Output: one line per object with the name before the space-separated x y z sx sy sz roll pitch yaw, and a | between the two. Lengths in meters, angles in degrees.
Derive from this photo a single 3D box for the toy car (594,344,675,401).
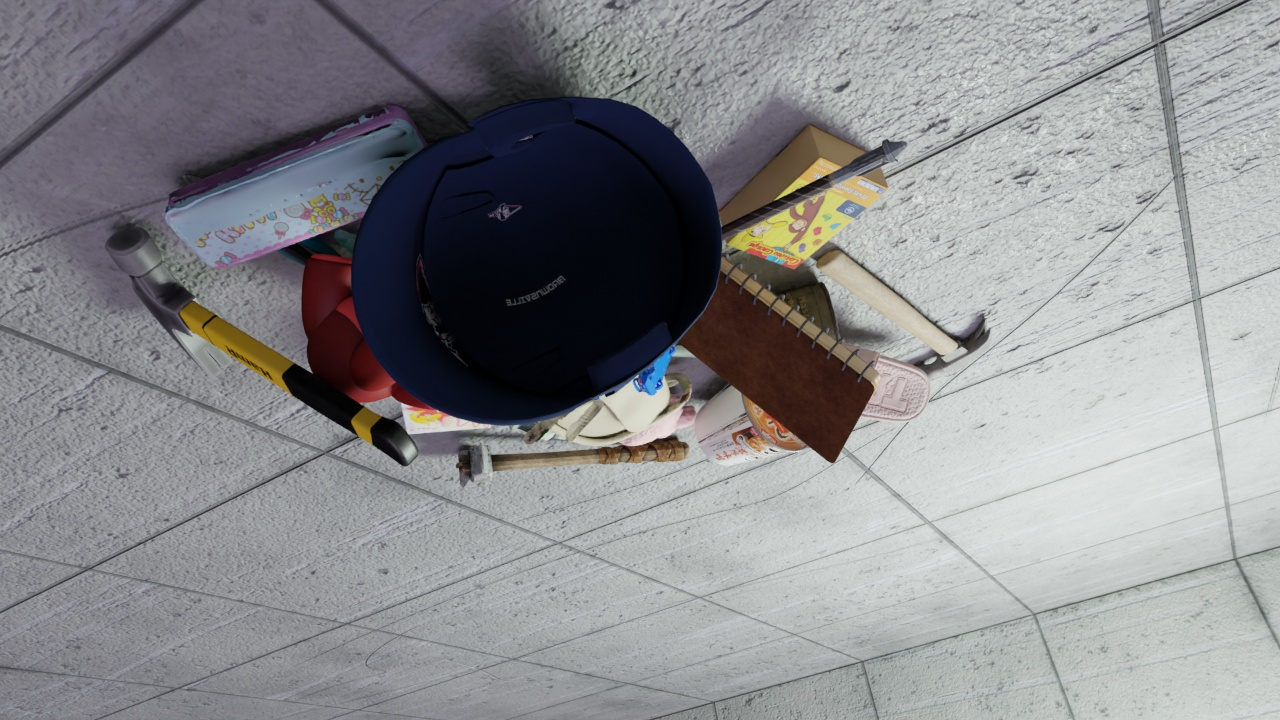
toy car | -0.005 0.006 0.952 0.062 0.091 0.033 6 150 26

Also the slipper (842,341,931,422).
slipper | 0.250 0.028 1.081 0.239 0.064 0.094 14 101 -22

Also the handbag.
handbag | -0.044 0.023 0.988 0.184 0.131 0.229 -21 145 3

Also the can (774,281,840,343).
can | 0.172 -0.034 0.992 0.074 0.089 0.090 -13 148 6

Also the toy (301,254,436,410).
toy | -0.210 -0.016 0.843 0.120 0.158 0.197 -59 152 7

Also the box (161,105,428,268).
box | -0.270 -0.136 0.739 0.214 0.033 0.076 -19 143 6

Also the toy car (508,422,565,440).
toy car | -0.114 0.081 1.155 0.105 0.033 0.048 12 141 -33

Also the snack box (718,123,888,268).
snack box | 0.149 -0.147 0.849 0.088 0.040 0.126 14 141 -33

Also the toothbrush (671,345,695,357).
toothbrush | 0.099 -0.011 1.080 0.154 0.015 0.022 0 176 -14

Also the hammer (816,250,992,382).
hammer | 0.303 -0.055 1.065 0.120 0.030 0.331 -32 139 31

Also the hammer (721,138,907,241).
hammer | 0.080 -0.115 0.805 0.323 0.098 0.044 -23 147 29

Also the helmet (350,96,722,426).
helmet | -0.090 -0.071 0.726 0.271 0.232 0.223 -26 -174 -22

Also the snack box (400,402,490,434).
snack box | -0.211 0.022 0.988 0.093 0.079 0.095 -4 148 -10

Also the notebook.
notebook | 0.132 -0.008 0.932 0.024 0.225 0.168 -41 159 -26

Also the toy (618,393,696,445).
toy | 0.021 0.076 1.170 0.109 0.053 0.105 -33 153 32

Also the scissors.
scissors | -0.318 -0.120 0.788 0.138 0.019 0.137 -3 146 -8

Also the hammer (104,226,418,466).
hammer | -0.314 0.006 0.783 0.325 0.034 0.170 27 148 22

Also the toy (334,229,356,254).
toy | -0.210 -0.111 0.818 0.105 0.033 0.085 -23 144 32

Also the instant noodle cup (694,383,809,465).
instant noodle cup | 0.137 0.072 1.140 0.123 0.123 0.122 12 152 -31

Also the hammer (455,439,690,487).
hammer | -0.083 0.128 1.215 0.318 0.049 0.122 -1 167 -23
